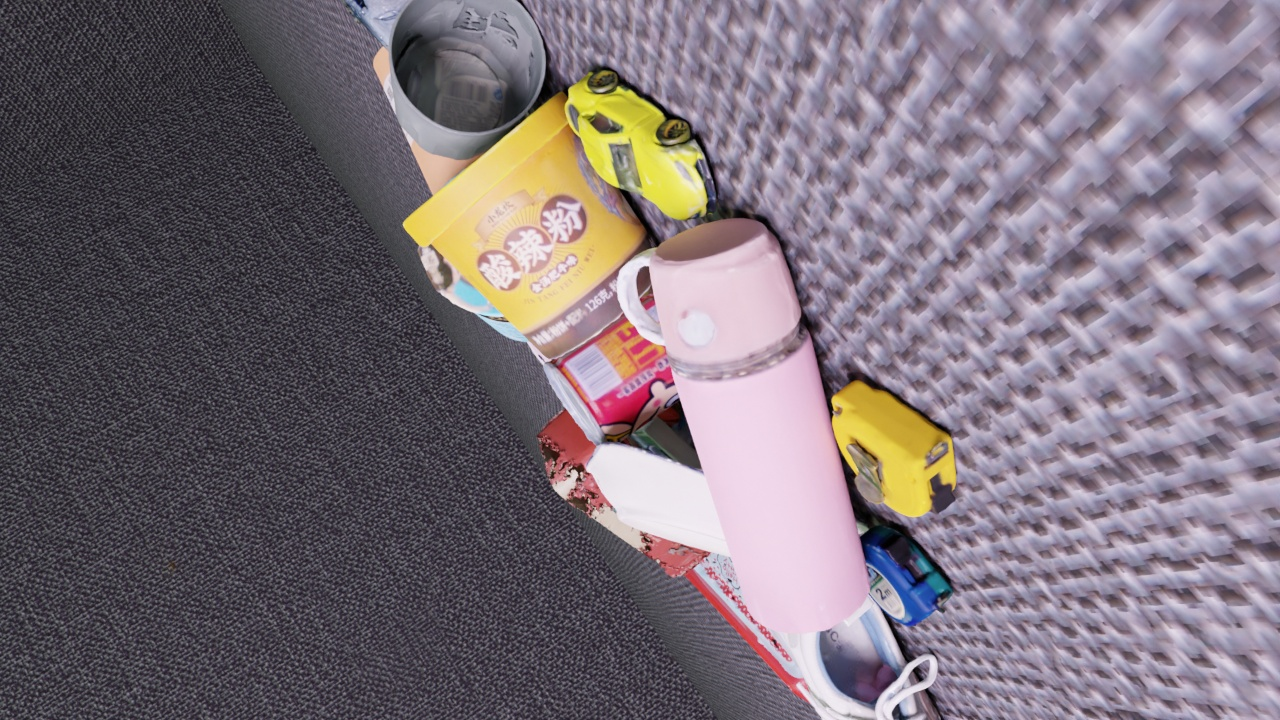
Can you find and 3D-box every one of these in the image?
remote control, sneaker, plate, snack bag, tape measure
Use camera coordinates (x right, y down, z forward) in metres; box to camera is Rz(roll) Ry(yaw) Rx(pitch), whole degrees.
[{"bbox_3d":[0.046,0.091,0.701,0.135,0.019,0.056,43,166,-10],"label":"remote control"},{"bbox_3d":[0.161,0.235,0.582,0.242,0.089,0.091,63,163,-7],"label":"sneaker"},{"bbox_3d":[0.042,0.096,0.565,0.163,0.034,0.164,17,166,-1],"label":"plate"},{"bbox_3d":[0.022,0.050,0.732,0.048,0.026,0.104,44,170,30],"label":"snack bag"},{"bbox_3d":[0.136,0.112,0.482,0.054,0.025,0.058,53,163,20],"label":"tape measure"},{"bbox_3d":[0.107,0.042,0.398,0.060,0.029,0.057,43,163,46],"label":"tape measure"}]

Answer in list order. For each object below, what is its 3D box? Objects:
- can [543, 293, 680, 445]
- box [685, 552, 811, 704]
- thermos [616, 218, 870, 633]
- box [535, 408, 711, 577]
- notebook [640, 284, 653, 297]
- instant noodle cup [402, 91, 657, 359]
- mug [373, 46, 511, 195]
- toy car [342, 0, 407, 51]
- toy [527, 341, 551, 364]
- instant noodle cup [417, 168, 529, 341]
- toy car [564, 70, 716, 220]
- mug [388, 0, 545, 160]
[{"bbox_3d":[-0.003,0.003,0.563,0.066,0.093,0.067,52,168,16],"label":"can"},{"bbox_3d":[0.097,0.212,0.822,0.201,0.065,0.160,40,157,48],"label":"box"},{"bbox_3d":[0.049,0.033,0.438,0.087,0.067,0.199,-1,120,36],"label":"thermos"},{"bbox_3d":[-0.009,0.110,0.758,0.168,0.077,0.091,41,-168,-33],"label":"box"},{"bbox_3d":[-0.031,-0.060,0.701,0.211,0.012,0.149,38,158,52],"label":"notebook"},{"bbox_3d":[-0.056,-0.073,0.533,0.114,0.118,0.118,51,169,-14],"label":"instant noodle cup"},{"bbox_3d":[-0.141,-0.177,0.674,0.123,0.078,0.078,60,168,-1],"label":"mug"},{"bbox_3d":[-0.166,-0.244,0.631,0.120,0.054,0.037,49,168,27],"label":"toy car"},{"bbox_3d":[-0.046,0.004,0.807,0.159,0.054,0.121,31,167,46],"label":"toy"},{"bbox_3d":[-0.089,-0.067,0.658,0.111,0.111,0.120,53,173,13],"label":"instant noodle cup"},{"bbox_3d":[-0.003,-0.101,0.440,0.105,0.032,0.048,44,163,37],"label":"toy car"},{"bbox_3d":[-0.107,-0.185,0.539,0.103,0.083,0.124,-170,74,-75],"label":"mug"}]
